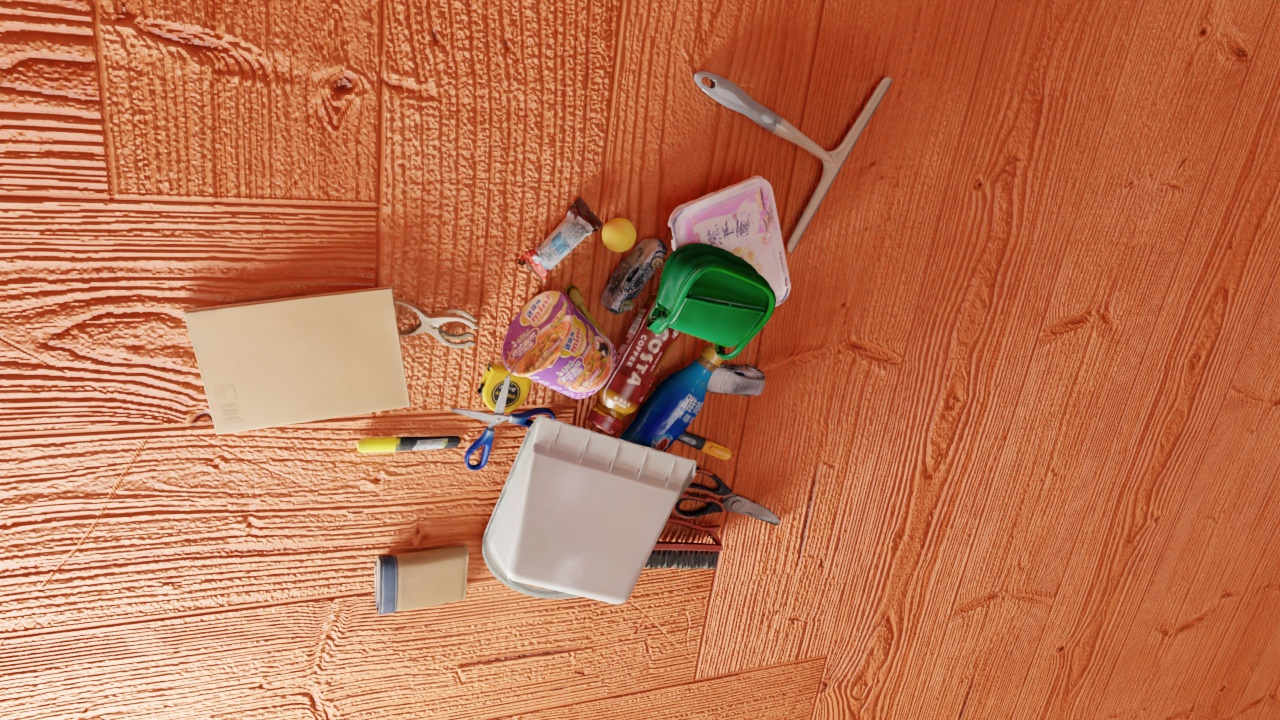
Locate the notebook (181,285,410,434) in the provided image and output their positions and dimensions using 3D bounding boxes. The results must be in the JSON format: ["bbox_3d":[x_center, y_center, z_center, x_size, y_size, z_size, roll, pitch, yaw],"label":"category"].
[{"bbox_3d":[-0.369,0.001,1.001,0.211,0.012,0.150,-8,118,-13],"label":"notebook"}]

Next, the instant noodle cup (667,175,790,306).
[{"bbox_3d":[0.101,-0.133,1.125,0.138,0.060,0.173,-23,119,-11],"label":"instant noodle cup"}]

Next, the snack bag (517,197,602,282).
[{"bbox_3d":[-0.092,-0.137,1.058,0.105,0.026,0.045,-44,114,0],"label":"snack bag"}]

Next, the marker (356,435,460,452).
[{"bbox_3d":[-0.276,0.099,1.100,0.124,0.015,0.018,0,114,-27],"label":"marker"}]

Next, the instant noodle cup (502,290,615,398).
[{"bbox_3d":[-0.090,-0.011,1.078,0.111,0.111,0.099,-49,131,4],"label":"instant noodle cup"}]

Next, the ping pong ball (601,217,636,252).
[{"bbox_3d":[-0.025,-0.147,1.074,0.040,0.040,0.040,-9,117,-19],"label":"ping pong ball"}]

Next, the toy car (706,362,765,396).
[{"bbox_3d":[0.125,0.028,1.227,0.090,0.034,0.043,7,114,-24],"label":"toy car"}]

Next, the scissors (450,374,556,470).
[{"bbox_3d":[-0.167,0.075,1.103,0.162,0.012,0.176,-5,138,-40],"label":"scissors"}]

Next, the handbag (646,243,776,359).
[{"bbox_3d":[0.082,-0.068,1.078,0.131,0.068,0.120,19,113,-30],"label":"handbag"}]

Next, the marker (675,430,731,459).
[{"bbox_3d":[0.076,0.111,1.256,0.123,0.015,0.018,25,98,-29],"label":"marker"}]

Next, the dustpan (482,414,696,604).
[{"bbox_3d":[-0.087,0.208,1.187,0.222,0.143,0.258,18,92,-19],"label":"dustpan"}]

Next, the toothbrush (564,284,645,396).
[{"bbox_3d":[-0.041,-0.020,1.142,0.015,0.016,0.190,-36,122,-5],"label":"toothbrush"}]

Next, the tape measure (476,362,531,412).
[{"bbox_3d":[-0.166,0.032,1.106,0.060,0.029,0.057,16,106,-30],"label":"tape measure"}]

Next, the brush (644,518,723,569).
[{"bbox_3d":[0.053,0.258,1.293,0.145,0.063,0.069,8,81,-27],"label":"brush"}]

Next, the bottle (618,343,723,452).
[{"bbox_3d":[0.031,0.072,1.189,0.065,0.065,0.219,35,96,-32],"label":"bottle"}]

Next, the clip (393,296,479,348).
[{"bbox_3d":[-0.234,-0.043,1.041,0.100,0.034,0.076,9,111,-18],"label":"clip"}]

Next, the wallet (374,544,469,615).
[{"bbox_3d":[-0.280,0.279,1.173,0.115,0.033,0.090,-4,118,-23],"label":"wallet"}]

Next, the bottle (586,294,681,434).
[{"bbox_3d":[-0.007,0.007,1.127,0.057,0.057,0.175,31,88,-32],"label":"bottle"}]

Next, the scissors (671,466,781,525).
[{"bbox_3d":[0.118,0.216,1.324,0.176,0.015,0.210,-30,122,-9],"label":"scissors"}]

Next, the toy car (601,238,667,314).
[{"bbox_3d":[-0.009,-0.104,1.097,0.031,0.049,0.105,33,97,-34],"label":"toy car"}]

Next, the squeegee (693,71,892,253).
[{"bbox_3d":[0.166,-0.279,1.095,0.246,0.039,0.247,23,103,-30],"label":"squeegee"}]
